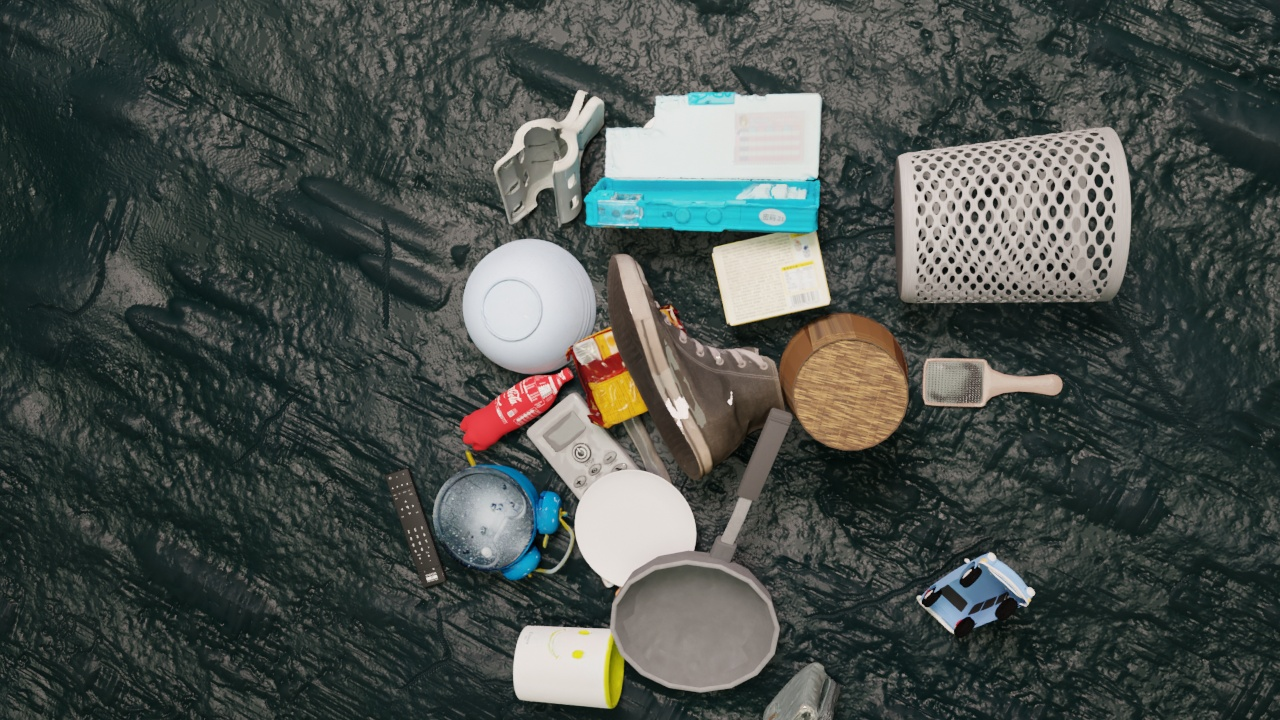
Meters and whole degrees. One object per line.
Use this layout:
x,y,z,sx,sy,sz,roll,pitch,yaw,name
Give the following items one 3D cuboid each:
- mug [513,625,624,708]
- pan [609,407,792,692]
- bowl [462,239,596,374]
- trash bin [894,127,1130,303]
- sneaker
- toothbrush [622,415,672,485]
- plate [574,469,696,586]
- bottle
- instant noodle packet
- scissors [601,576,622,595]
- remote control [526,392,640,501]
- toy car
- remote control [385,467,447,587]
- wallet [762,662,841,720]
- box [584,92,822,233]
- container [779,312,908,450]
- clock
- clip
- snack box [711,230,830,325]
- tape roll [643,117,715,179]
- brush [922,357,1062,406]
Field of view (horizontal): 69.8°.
-0.077,0.336,1.011,0.106,0.082,0.082,0,95,12,mug
0.083,0.198,0.939,0.178,0.041,0.358,17,117,-2,pan
-0.128,-0.056,0.987,0.151,0.074,0.150,1,96,10,bowl
0.335,-0.129,0.856,0.183,0.156,0.156,-2,95,13,trash bin
0.052,-0.012,0.920,0.119,0.095,0.234,-26,83,-17,sneaker
0.017,0.118,1.005,0.024,0.022,0.185,-25,93,47,toothbrush
-0.005,0.183,0.998,0.135,0.011,0.134,2,99,13,plate
-0.135,0.050,1.015,0.142,0.042,0.042,-32,89,11,bottle
-0.006,0.006,0.976,0.135,0.040,0.098,-24,88,-6,instant noodle packet
0.006,0.214,1.014,0.065,0.013,0.129,41,108,5,scissors
-0.054,0.115,1.017,0.074,0.019,0.151,-40,87,11,remote control
0.330,0.228,0.904,0.056,0.154,0.054,43,64,13,toy car
-0.261,0.195,1.068,0.030,0.009,0.140,-18,92,12,remote control
0.161,0.376,0.946,0.054,0.131,0.100,32,99,10,wallet
0.068,-0.189,0.934,0.227,0.084,0.171,3,59,10,box
0.198,0.023,0.887,0.132,0.167,0.132,1,95,10,container
-0.152,0.181,1.023,0.161,0.060,0.117,32,99,5,clock
-0.076,-0.201,0.947,0.151,0.127,0.104,-40,79,-13,clip
0.135,-0.086,0.942,0.106,0.061,0.083,-12,92,11,snack box
0.040,-0.218,0.972,0.093,0.013,0.093,1,96,11,tape roll
0.358,0.024,0.935,0.136,0.015,0.050,1,95,10,brush
